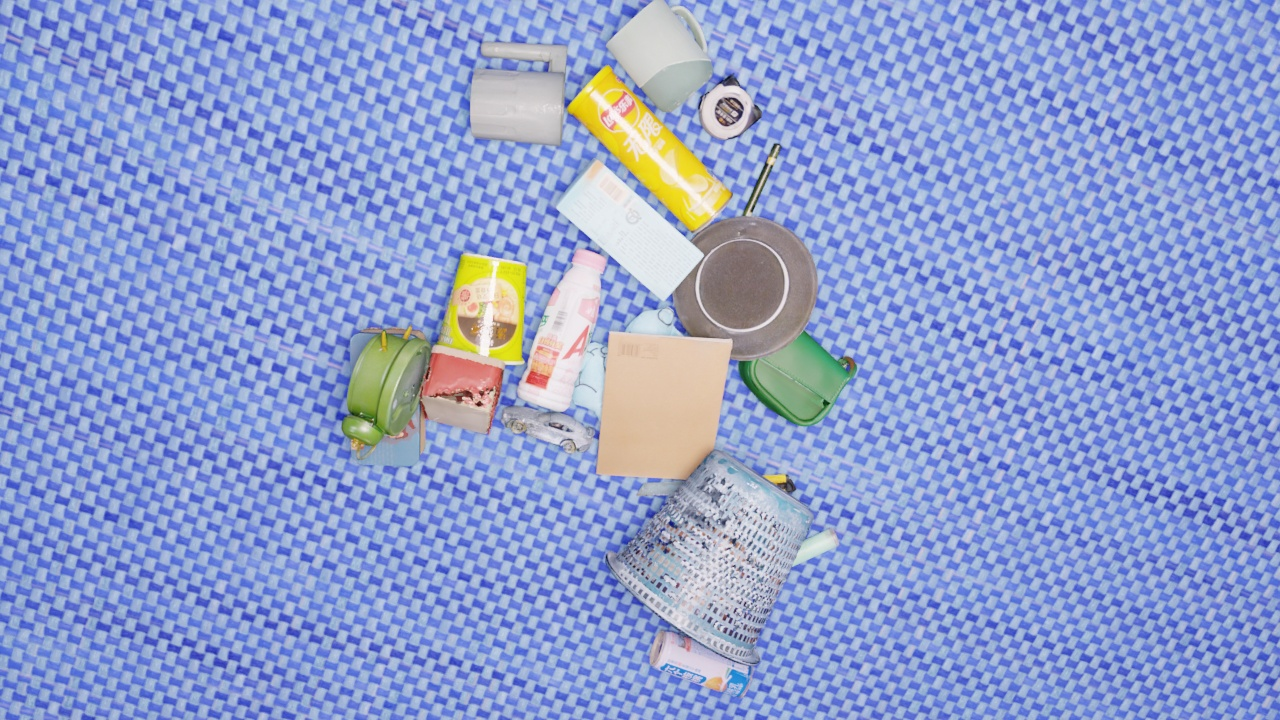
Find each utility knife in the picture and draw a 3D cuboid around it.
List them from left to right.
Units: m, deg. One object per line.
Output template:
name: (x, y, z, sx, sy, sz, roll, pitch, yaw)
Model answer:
utility knife: (0.102, 0.171, 1.220, 0.215, 0.015, 0.033, -2, 101, -3)

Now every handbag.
handbag: (0.199, 0.012, 1.167, 0.131, 0.068, 0.120, 42, 90, -10)

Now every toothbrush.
toothbrush: (0.135, -0.180, 1.141, 0.017, 0.012, 0.186, 21, 101, -14)
toothbrush: (0.164, 0.284, 1.245, 0.224, 0.026, 0.027, -25, 99, 3)

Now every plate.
plate: (0.125, -0.090, 1.119, 0.179, 0.024, 0.179, -1, 86, 13)

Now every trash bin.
trash bin: (0.102, 0.228, 1.132, 0.226, 0.226, 0.195, 34, 89, -10)

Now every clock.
clock: (-0.294, 0.040, 1.056, 0.056, 0.116, 0.161, 19, 97, 3)

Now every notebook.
notebook: (0.026, 0.062, 1.151, 0.149, 0.012, 0.212, 4, 120, -4)

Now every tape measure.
tape measure: (0.103, -0.299, 1.100, 0.066, 0.033, 0.066, -38, 101, 3)

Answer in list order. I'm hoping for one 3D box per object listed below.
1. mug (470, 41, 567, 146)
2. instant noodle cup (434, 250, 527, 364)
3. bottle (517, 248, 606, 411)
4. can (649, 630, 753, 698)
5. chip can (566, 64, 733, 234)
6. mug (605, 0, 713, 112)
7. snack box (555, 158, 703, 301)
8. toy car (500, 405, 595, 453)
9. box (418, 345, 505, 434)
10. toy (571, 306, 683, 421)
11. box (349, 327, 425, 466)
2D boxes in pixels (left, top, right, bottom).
mug: (-0.140, -0.313, 1.066, 0.103, 0.084, 0.123, 3, 76, -3)
instant noodle cup: (-0.186, -0.065, 1.106, 0.111, 0.111, 0.123, 9, 95, -6)
bottle: (-0.091, -0.039, 1.127, 0.068, 0.068, 0.197, 19, 89, -8)
can: (0.083, 0.415, 1.257, 0.134, 0.053, 0.053, 22, 101, -8)
chip can: (0.012, -0.247, 1.087, 0.213, 0.072, 0.072, 44, 97, -12)
mug: (0.034, -0.358, 1.064, 0.106, 0.082, 0.111, 48, 65, -12)
snack box: (-0.012, -0.155, 1.087, 0.175, 0.051, 0.074, 40, 99, -11)
toy car: (-0.117, 0.083, 1.166, 0.120, 0.054, 0.037, 18, 104, -6)
box: (-0.210, 0.046, 1.086, 0.091, 0.168, 0.076, 14, 74, -7)
toy: (-0.007, 0.007, 1.157, 0.156, 0.049, 0.161, 9, 102, 1)
box: (-0.312, 0.038, 1.141, 0.090, 0.061, 0.184, 0, 105, -4)
